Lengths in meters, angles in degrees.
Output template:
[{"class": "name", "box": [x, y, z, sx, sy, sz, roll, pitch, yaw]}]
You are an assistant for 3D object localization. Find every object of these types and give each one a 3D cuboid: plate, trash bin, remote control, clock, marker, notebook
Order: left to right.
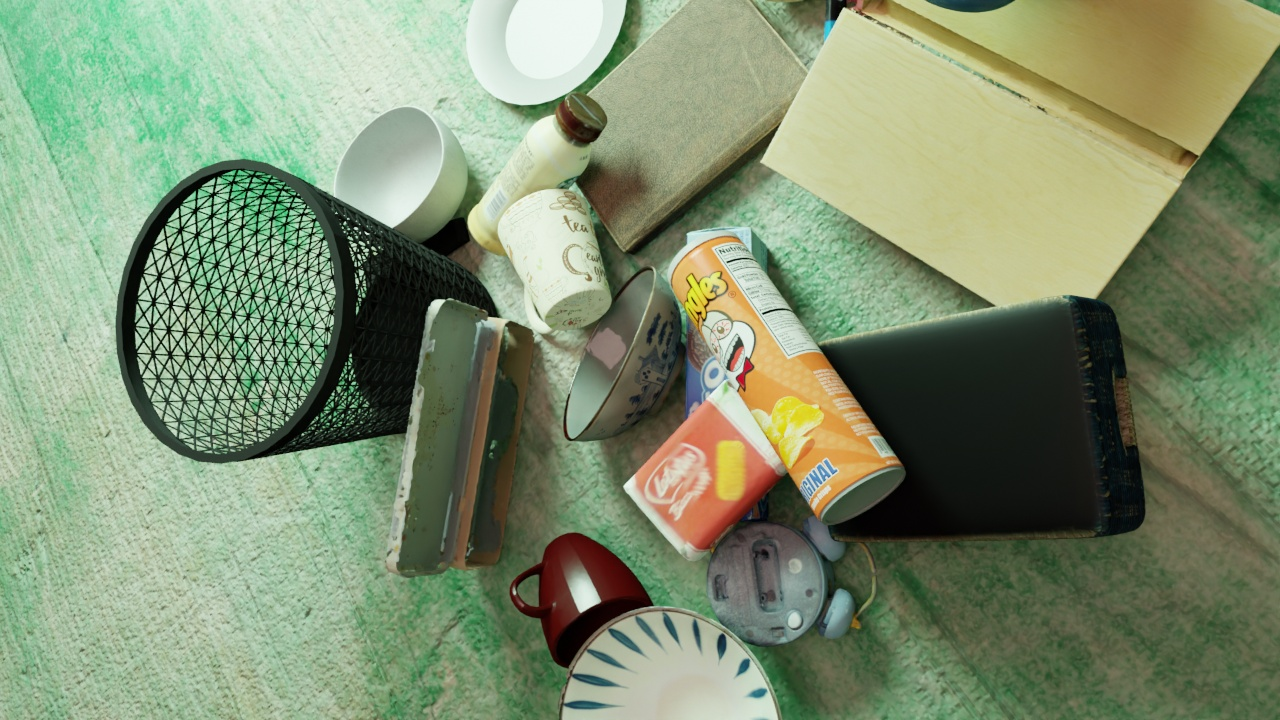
[{"class": "trash bin", "box": [-0.249, -0.026, 0.762, 0.217, 0.243, 0.217, -2, 85, 23]}, {"class": "remote control", "box": [-0.222, -0.104, 0.899, 0.125, 0.010, 0.039, -23, 72, 20]}, {"class": "plate", "box": [-0.087, -0.321, 0.865, 0.173, 0.019, 0.172, -4, 80, 25]}, {"class": "notebook", "box": [0.045, -0.194, 0.772, 0.216, 0.034, 0.190, -39, 69, 15]}, {"class": "clock", "box": [0.110, 0.161, 0.674, 0.125, 0.051, 0.088, -12, 75, 23]}, {"class": "marker", "box": [0.154, -0.279, 0.720, 0.015, 0.018, 0.123, 21, 117, 56]}]

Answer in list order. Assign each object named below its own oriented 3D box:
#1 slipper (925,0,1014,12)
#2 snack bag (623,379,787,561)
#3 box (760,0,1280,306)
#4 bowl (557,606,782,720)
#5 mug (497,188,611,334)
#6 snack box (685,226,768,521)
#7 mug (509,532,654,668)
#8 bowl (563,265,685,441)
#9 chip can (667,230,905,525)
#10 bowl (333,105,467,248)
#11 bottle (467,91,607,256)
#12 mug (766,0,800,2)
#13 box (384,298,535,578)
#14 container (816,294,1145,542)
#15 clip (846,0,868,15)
[{"class": "slipper", "box": [0.241, -0.286, 0.604, 0.104, 0.059, 0.213, 31, 62, 23]}, {"class": "snack bag", "box": [0.052, 0.080, 0.660, 0.116, 0.036, 0.077, -47, 68, 11]}, {"class": "box", "box": [0.254, -0.182, 0.634, 0.247, 0.096, 0.261, 35, 92, 17]}, {"class": "bowl", "box": [0.031, 0.271, 0.683, 0.178, 0.070, 0.177, -5, 79, 25]}, {"class": "mug", "box": [-0.077, -0.070, 0.787, 0.122, 0.081, 0.097, -51, 53, 46]}, {"class": "snack box", "box": [0.068, 0.012, 0.716, 0.059, 0.059, 0.226, -2, 81, 21]}, {"class": "mug", "box": [-0.055, 0.180, 0.724, 0.087, 0.114, 0.088, -58, 42, 24]}, {"class": "bowl", "box": [-0.004, 0.004, 0.731, 0.056, 0.150, 0.151, 27, 94, -15]}, {"class": "chip can", "box": [0.093, 0.006, 0.622, 0.062, 0.062, 0.210, -39, 60, 15]}, {"class": "bowl", "box": [-0.220, -0.168, 0.875, 0.132, 0.064, 0.131, -9, 70, 25]}, {"class": "bottle", "box": [-0.088, -0.158, 0.787, 0.163, 0.056, 0.056, -43, 64, 38]}, {"class": "mug", "box": [0.104, -0.349, 0.736, 0.111, 0.085, 0.104, -2, 91, 0]}, {"class": "box", "box": [-0.143, 0.066, 0.757, 0.043, 0.148, 0.216, 8, 85, 13]}, {"class": "container", "box": [0.211, 0.044, 0.600, 0.188, 0.071, 0.145, -12, 79, 43]}, {"class": "clip", "box": [0.173, -0.275, 0.733, 0.035, 0.022, 0.057, -48, 60, 14]}]
